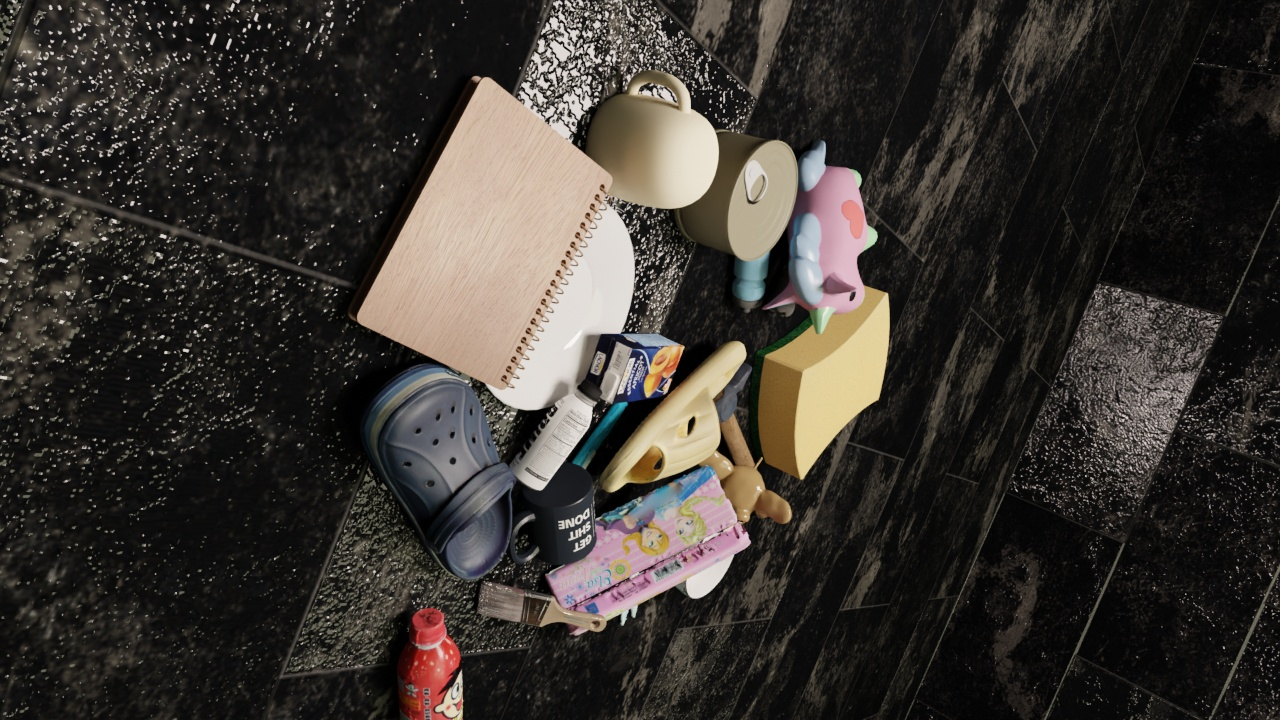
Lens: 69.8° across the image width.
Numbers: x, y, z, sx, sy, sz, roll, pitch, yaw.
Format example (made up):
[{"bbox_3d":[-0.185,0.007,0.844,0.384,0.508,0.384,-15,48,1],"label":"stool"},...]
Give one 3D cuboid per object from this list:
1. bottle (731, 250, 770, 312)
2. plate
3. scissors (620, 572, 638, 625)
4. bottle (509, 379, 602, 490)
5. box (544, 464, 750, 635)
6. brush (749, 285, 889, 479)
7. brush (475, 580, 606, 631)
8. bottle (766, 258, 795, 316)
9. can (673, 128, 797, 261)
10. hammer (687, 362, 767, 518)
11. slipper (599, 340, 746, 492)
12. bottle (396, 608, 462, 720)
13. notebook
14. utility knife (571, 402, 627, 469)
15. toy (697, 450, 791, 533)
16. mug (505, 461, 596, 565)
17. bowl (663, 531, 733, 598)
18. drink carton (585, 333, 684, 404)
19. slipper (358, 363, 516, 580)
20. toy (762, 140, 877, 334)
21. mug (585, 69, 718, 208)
[{"bbox_3d":[0.131,-0.117,1.083,0.040,0.040,0.130,-26,130,-43],"label":"bottle"},{"bbox_3d":[-0.080,-0.053,0.860,0.208,0.015,0.209,-31,133,-40],"label":"plate"},{"bbox_3d":[0.004,0.260,1.167,0.105,0.016,0.179,-31,133,-40],"label":"scissors"},{"bbox_3d":[-0.079,0.070,0.892,0.116,0.041,0.041,-53,146,5],"label":"bottle"},{"bbox_3d":[0.002,0.219,1.059,0.230,0.105,0.086,-25,165,-10],"label":"box"},{"bbox_3d":[0.258,0.024,1.308,0.249,0.075,0.195,-38,137,-34],"label":"brush"},{"bbox_3d":[-0.103,0.262,0.962,0.151,0.012,0.039,19,105,-24],"label":"brush"},{"bbox_3d":[0.200,-0.110,1.182,0.036,0.036,0.110,31,85,-56],"label":"bottle"},{"bbox_3d":[0.102,-0.177,0.977,0.127,0.073,0.128,-31,133,-40],"label":"can"},{"bbox_3d":[0.139,0.133,1.254,0.129,0.040,0.322,-55,146,-22],"label":"hammer"},{"bbox_3d":[0.055,0.076,1.040,0.260,0.079,0.112,-44,172,-36],"label":"slipper"},{"bbox_3d":[-0.200,0.297,0.872,0.061,0.062,0.138,-25,130,-44],"label":"bottle"},{"bbox_3d":[-0.120,-0.095,0.752,0.169,0.022,0.210,30,85,-45],"label":"notebook"},{"bbox_3d":[-0.041,0.077,0.995,0.124,0.015,0.022,-55,148,-20],"label":"utility knife"},{"bbox_3d":[0.120,0.166,1.144,0.106,0.134,0.108,-55,172,2],"label":"toy"},{"bbox_3d":[-0.094,0.162,0.924,0.104,0.071,0.078,-31,132,-36],"label":"mug"},{"bbox_3d":[0.071,0.248,1.204,0.113,0.063,0.114,-30,132,-41],"label":"bowl"},{"bbox_3d":[-0.006,0.006,0.952,0.129,0.040,0.064,-4,116,-64],"label":"drink carton"},{"bbox_3d":[-0.153,0.106,0.793,0.104,0.095,0.253,-41,142,-28],"label":"slipper"},{"bbox_3d":[0.216,-0.152,1.099,0.170,0.120,0.222,-21,99,-51],"label":"toy"},{"bbox_3d":[0.018,-0.198,0.829,0.096,0.100,0.120,-23,128,-45],"label":"mug"}]
